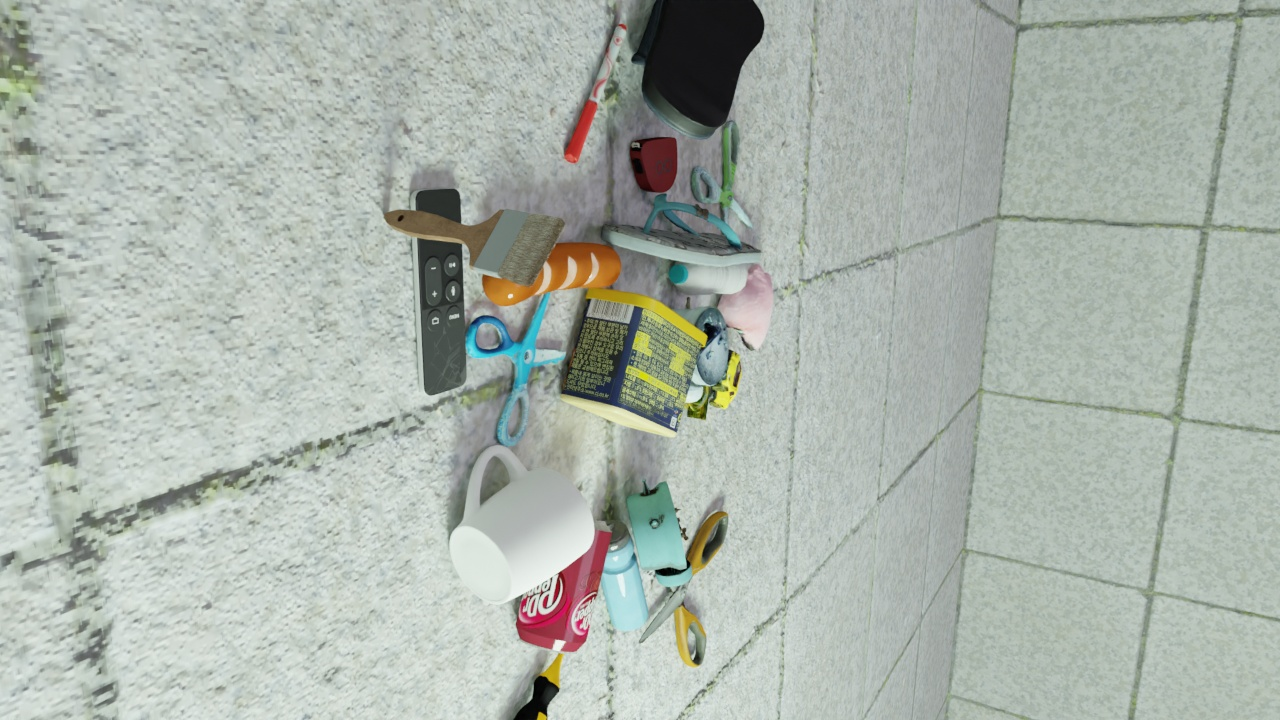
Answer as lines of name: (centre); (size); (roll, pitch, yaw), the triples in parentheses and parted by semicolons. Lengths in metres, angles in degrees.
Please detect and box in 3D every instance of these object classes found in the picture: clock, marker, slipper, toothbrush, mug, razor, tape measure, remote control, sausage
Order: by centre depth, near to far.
remote control: (-0.144, -0.049, 0.658); (0.045, 0.008, 0.147); (-21, 116, -57)
mug: (-0.103, 0.125, 0.721); (0.087, 0.081, 0.114); (-30, 92, -47)
sausage: (-0.070, -0.073, 0.745); (0.039, 0.044, 0.163); (-49, 164, 29)
marker: (-0.037, -0.232, 0.791); (0.013, 0.013, 0.142); (45, 59, -55)
toothbrush: (-0.086, 0.297, 0.834); (0.031, 0.031, 0.196); (45, 51, -26)
slipper: (0.043, -0.283, 0.864); (0.109, 0.084, 0.264); (32, 48, -17)
tape measure: (0.012, -0.187, 0.882); (0.058, 0.019, 0.051); (-23, 120, -48)
slipper: (0.059, -0.125, 0.895); (0.268, 0.098, 0.055); (-7, 118, -61)
clock: (0.020, 0.178, 0.930); (0.090, 0.053, 0.124); (-104, -177, -47)
clock: (0.057, -0.003, 0.962); (0.083, 0.057, 0.118); (-44, 129, -51)
razor: (0.040, 0.044, 0.991); (0.105, 0.026, 0.042); (3, 97, -56)

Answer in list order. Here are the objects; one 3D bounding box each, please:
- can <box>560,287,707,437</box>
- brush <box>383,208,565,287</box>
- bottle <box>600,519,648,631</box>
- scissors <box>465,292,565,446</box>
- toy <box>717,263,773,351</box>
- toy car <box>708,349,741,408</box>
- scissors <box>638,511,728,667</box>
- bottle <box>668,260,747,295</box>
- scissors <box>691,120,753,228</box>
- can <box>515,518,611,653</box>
can: (-0.005, 0.005, 0.849); (0.135, 0.075, 0.104); (29, 75, -59)
brush: (-0.111, -0.080, 0.570); (0.045, 0.143, 0.008); (-63, 145, -14)
bottle: (-0.021, 0.210, 0.908); (0.040, 0.040, 0.130); (-47, 136, -45)
scissors: (-0.102, -0.001, 0.742); (0.140, 0.011, 0.134); (41, 65, -56)
toy: (0.128, -0.067, 1.083); (0.102, 0.050, 0.093); (32, 73, -55)
toy car: (0.099, 0.022, 1.053); (0.107, 0.030, 0.049); (83, 23, -71)
scissors: (0.059, 0.268, 1.087); (0.229, 0.016, 0.225); (-58, 142, -35)
bottle: (0.071, -0.092, 0.983); (0.136, 0.044, 0.044); (-9, 105, -59)
scissors: (0.094, -0.182, 1.037); (0.165, 0.024, 0.171); (-33, 123, -60)
can: (-0.067, 0.191, 0.800); (0.063, 0.063, 0.114); (27, 74, -59)
